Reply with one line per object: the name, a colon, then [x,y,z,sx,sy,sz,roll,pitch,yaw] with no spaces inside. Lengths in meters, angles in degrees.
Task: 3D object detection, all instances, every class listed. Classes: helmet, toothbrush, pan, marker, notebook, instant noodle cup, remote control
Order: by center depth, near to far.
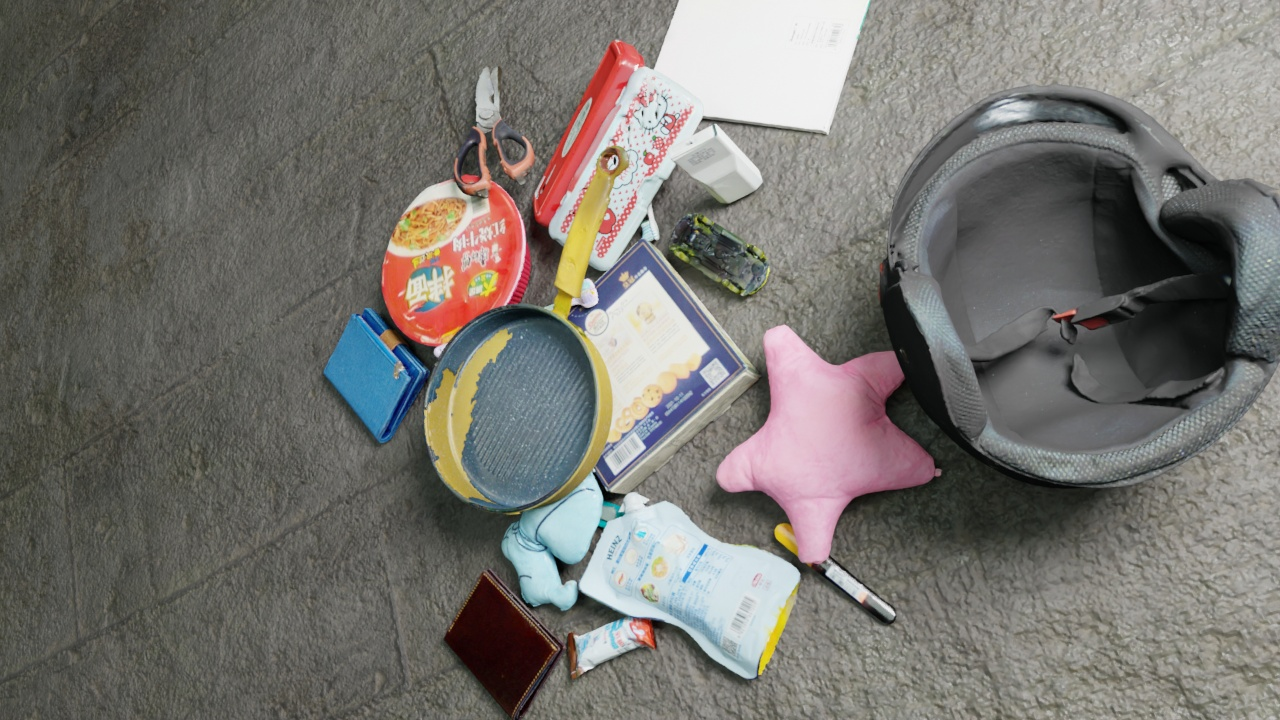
helmet: [0.289,-0.043,0.644,0.234,0.230,0.274,-13,73,10]
marker: [0.166,0.181,0.785,0.124,0.015,0.018,37,99,27]
pan: [-0.088,-0.027,0.851,0.198,0.078,0.357,31,95,27]
remote control: [0.072,-0.179,0.851,0.049,0.124,0.024,-25,69,22]
notebook: [0.112,-0.311,0.924,0.209,0.012,0.150,17,86,30]
toothbrush: [-0.130,-0.037,0.928,0.189,0.021,0.029,-20,74,18]
toothbrush: [-0.005,-0.226,0.961,0.027,0.026,0.224,-17,72,17]
instant noodle cup: [-0.191,-0.104,1.013,0.194,0.065,0.193,-6,77,28]

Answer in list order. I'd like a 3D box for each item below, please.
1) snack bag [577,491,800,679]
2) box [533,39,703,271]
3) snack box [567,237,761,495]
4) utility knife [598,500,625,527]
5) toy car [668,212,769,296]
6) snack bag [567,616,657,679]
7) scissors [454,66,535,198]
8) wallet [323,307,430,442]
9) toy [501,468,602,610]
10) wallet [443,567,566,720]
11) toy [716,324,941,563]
snack bag: [0.041,0.197,0.828,0.191,0.038,0.110,22,93,27]
box: [-0.037,-0.208,0.927,0.154,0.073,0.202,49,119,33]
snack box: [-0.005,0.005,0.898,0.178,0.045,0.182,-42,63,14]
utility knife: [-0.023,0.152,0.893,0.180,0.013,0.029,12,88,30]
toy car: [0.077,-0.101,0.886,0.105,0.032,0.048,34,96,19]
snack bag: [-0.028,0.263,0.864,0.104,0.026,0.048,-24,54,21]
scissors: [-0.156,-0.263,1.023,0.192,0.015,0.206,23,61,26]
wallet: [-0.309,0.014,1.067,0.133,0.040,0.106,42,108,29]
toy: [-0.084,0.157,0.894,0.157,0.049,0.161,-35,70,31]
wallet: [-0.139,0.283,0.920,0.122,0.020,0.096,37,102,29]
toy: [0.162,0.077,0.778,0.179,0.074,0.194,18,91,20]
